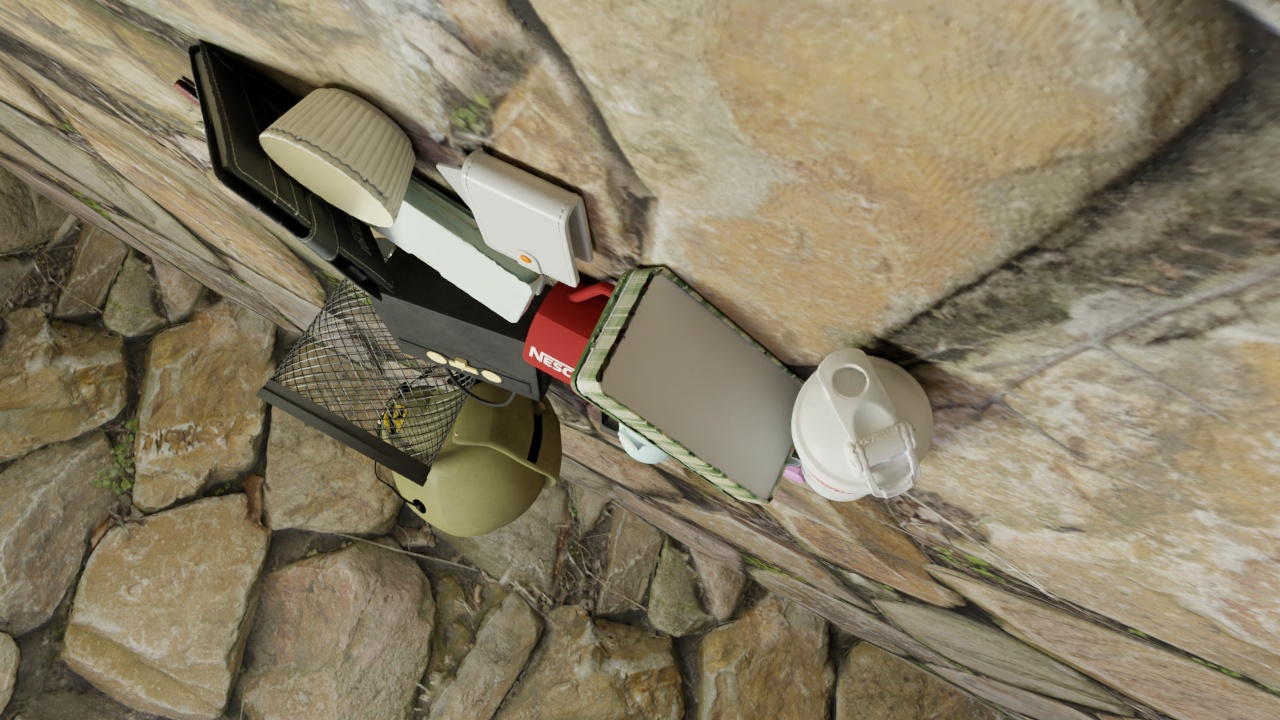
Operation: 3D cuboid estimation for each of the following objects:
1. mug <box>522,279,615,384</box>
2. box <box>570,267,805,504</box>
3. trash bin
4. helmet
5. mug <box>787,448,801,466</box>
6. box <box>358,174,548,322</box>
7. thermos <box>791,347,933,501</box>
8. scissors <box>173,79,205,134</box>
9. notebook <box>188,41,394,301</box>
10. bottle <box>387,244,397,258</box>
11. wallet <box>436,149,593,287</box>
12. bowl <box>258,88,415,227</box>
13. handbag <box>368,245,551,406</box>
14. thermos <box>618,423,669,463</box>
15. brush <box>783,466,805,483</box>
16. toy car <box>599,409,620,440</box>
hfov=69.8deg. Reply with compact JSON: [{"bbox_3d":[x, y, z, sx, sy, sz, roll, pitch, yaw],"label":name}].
[{"bbox_3d":[-0.040,-0.028,0.817,0.096,0.080,0.117,28,138,4],"label":"mug"},{"bbox_3d":[0.047,0.024,0.737,0.205,0.117,0.050,34,164,-29],"label":"box"},{"bbox_3d":[-0.300,0.000,1.107,0.218,0.227,0.218,27,167,7],"label":"trash bin"},{"bbox_3d":[-0.222,0.115,1.275,0.233,0.255,0.250,21,169,47],"label":"helmet"},{"bbox_3d":[0.113,0.091,0.959,0.117,0.081,0.111,7,166,11],"label":"mug"},{"bbox_3d":[-0.173,-0.113,0.802,0.199,0.067,0.083,33,171,-2],"label":"box"},{"bbox_3d":[0.164,0.063,0.700,0.099,0.099,0.220,25,171,14],"label":"thermos"},{"bbox_3d":[-0.394,-0.221,0.940,0.179,0.015,0.198,16,162,40],"label":"scissors"},{"bbox_3d":[-0.298,-0.155,0.795,0.169,0.029,0.209,61,-172,30],"label":"notebook"},{"bbox_3d":[-0.224,-0.092,1.008,0.112,0.047,0.047,32,167,-14],"label":"bottle"},{"bbox_3d":[-0.096,-0.111,0.695,0.115,0.037,0.118,26,163,11],"label":"wallet"},{"bbox_3d":[-0.227,-0.162,0.712,0.115,0.062,0.115,27,167,7],"label":"bowl"},{"bbox_3d":[-0.176,-0.011,0.970,0.176,0.072,0.196,19,145,9],"label":"handbag"},{"bbox_3d":[0.012,0.057,0.858,0.065,0.078,0.207,43,172,6],"label":"thermos"},{"bbox_3d":[0.093,0.111,1.124,0.229,0.043,0.089,22,165,27],"label":"brush"},{"bbox_3d":[-0.032,0.061,1.148,0.040,0.037,0.092,26,134,18],"label":"toy car"}]
